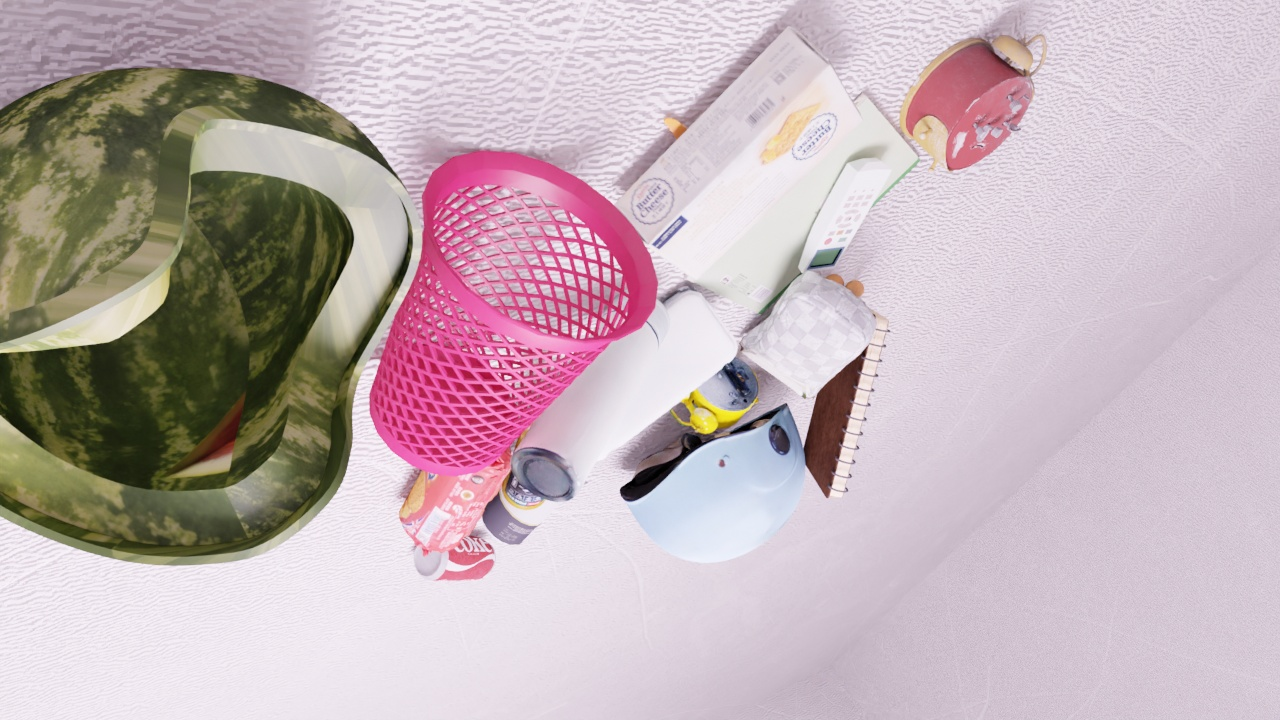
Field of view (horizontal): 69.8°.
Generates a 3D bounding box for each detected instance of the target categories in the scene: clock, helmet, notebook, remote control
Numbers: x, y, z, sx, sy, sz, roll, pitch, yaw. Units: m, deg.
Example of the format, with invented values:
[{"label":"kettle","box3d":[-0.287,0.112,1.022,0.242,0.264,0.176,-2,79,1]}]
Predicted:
[{"label":"clock","box3d":[0.349,-0.262,0.929,0.159,0.081,0.117,-39,150,7]},{"label":"clock","box3d":[0.087,0.042,1.108,0.118,0.083,0.057,-20,154,-29]},{"label":"helmet","box3d":[-0.252,-0.039,0.485,0.243,0.246,0.213,0,136,17]},{"label":"notebook","box3d":[0.179,-0.154,0.988,0.253,0.010,0.181,-45,149,18]},{"label":"helmet","box3d":[0.111,0.162,1.193,0.264,0.167,0.226,-31,-179,-41]},{"label":"remote control","box3d":[0.214,-0.156,0.981,0.049,0.024,0.144,-10,142,-31]},{"label":"notebook","box3d":[0.249,0.043,1.129,0.024,0.167,0.226,11,102,-4]}]

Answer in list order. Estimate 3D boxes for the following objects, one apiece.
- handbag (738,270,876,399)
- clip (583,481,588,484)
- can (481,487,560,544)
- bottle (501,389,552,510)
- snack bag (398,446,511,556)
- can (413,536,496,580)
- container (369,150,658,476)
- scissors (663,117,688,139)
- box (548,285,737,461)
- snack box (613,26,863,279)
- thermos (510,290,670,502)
[{"label":"handbag","box3d":[0.201,-0.041,1.049,0.123,0.112,0.172,-52,177,-27]},{"label":"clip","box3d":[-0.102,0.160,1.143,0.101,0.038,0.054,-17,159,-31]},{"label":"can","box3d":[-0.128,0.156,1.073,0.127,0.064,0.064,-47,149,20]},{"label":"bottle","box3d":[-0.102,0.091,0.942,0.053,0.053,0.187,-17,153,-29]},{"label":"snack bag","box3d":[-0.189,0.130,0.955,0.082,0.082,0.177,-1,137,-45]},{"label":"can","box3d":[-0.222,0.239,1.108,0.054,0.054,0.096,-44,149,16]},{"label":"container","box3d":[-0.121,-0.019,0.732,0.182,0.183,0.226,-7,148,-40]},{"label":"scissors","box3d":[0.057,-0.191,0.806,0.129,0.011,0.125,-45,151,15]},{"label":"box","box3d":[-0.009,0.001,1.005,0.216,0.110,0.107,-36,108,-2]},{"label":"snack box","box3d":[0.086,-0.172,0.794,0.208,0.057,0.104,-43,152,13]},{"label":"thermos","box3d":[-0.040,0.026,0.847,0.068,0.068,0.229,108,9,-47]}]
